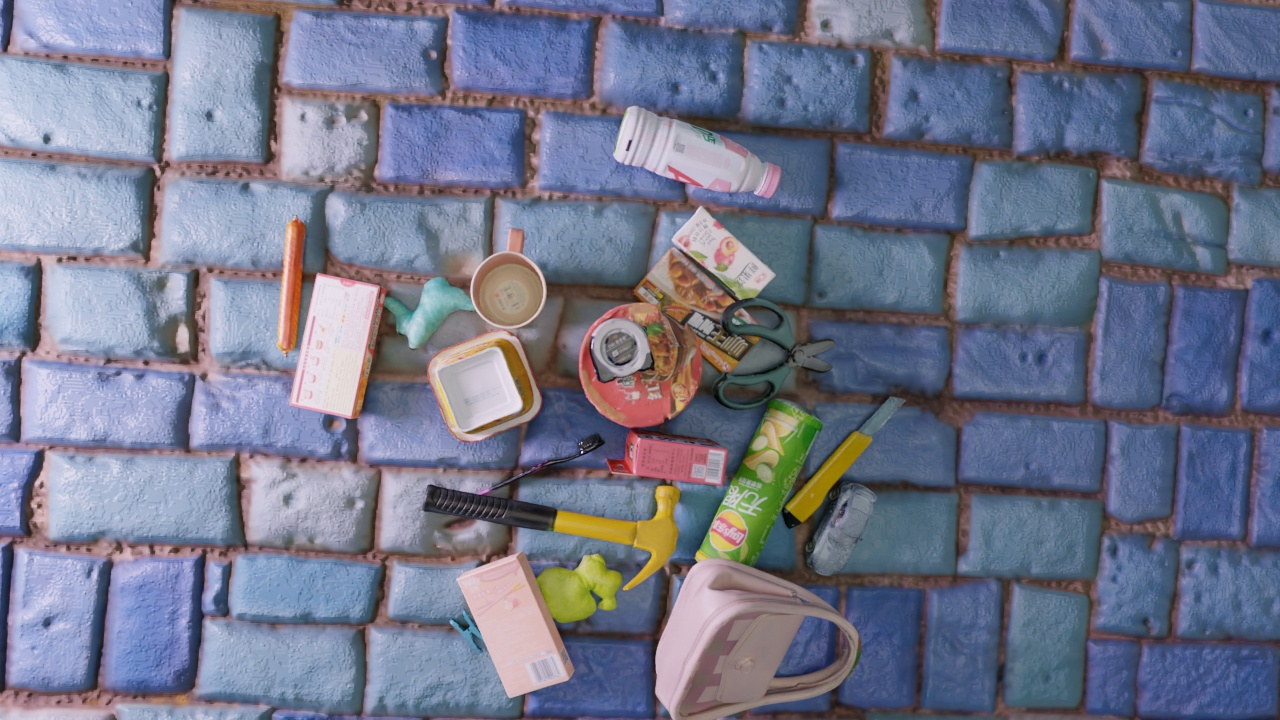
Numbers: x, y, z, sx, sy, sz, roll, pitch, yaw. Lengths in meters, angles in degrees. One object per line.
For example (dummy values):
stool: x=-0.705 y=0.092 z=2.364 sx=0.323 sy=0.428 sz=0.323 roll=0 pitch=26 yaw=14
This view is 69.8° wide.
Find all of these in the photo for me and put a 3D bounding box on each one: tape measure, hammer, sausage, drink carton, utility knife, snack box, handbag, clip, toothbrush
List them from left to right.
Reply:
sausage: x=-0.404 y=-0.086 z=1.061 sx=0.021 sy=0.021 sz=0.165 roll=5 pitch=90 yaw=-6
snack box: x=-0.349 y=-0.016 z=1.058 sx=0.077 sy=0.027 sz=0.155 roll=12 pitch=90 yaw=4
clip: x=-0.201 y=0.323 z=1.090 sx=0.047 sy=0.014 sz=0.057 roll=-41 pitch=93 yaw=-6
snack box: x=-0.146 y=0.310 z=1.076 sx=0.085 sy=0.026 sz=0.157 roll=-22 pitch=92 yaw=16
toothbrush: x=-0.131 y=0.131 z=1.097 sx=0.189 sy=0.014 sz=0.017 roll=-23 pitch=76 yaw=-4
hammer: x=-0.103 y=0.188 z=1.075 sx=0.300 sy=0.033 sz=0.128 roll=11 pitch=74 yaw=-6
tape measure: x=-0.022 y=-0.013 z=0.986 sx=0.065 sy=0.033 sz=0.066 roll=-14 pitch=94 yaw=-8
snack box: x=0.028 y=0.109 z=1.062 sx=0.127 sy=0.113 sz=0.044 roll=8 pitch=91 yaw=-6
snack box: x=0.070 y=-0.059 z=1.109 sx=0.153 sy=0.026 sz=0.075 roll=42 pitch=87 yaw=-5
drink carton: x=0.099 y=-0.124 z=1.101 sx=0.122 sy=0.045 sz=0.053 roll=41 pitch=92 yaw=-4
handbag: x=0.145 y=0.336 z=1.067 sx=0.234 sy=0.093 sz=0.194 roll=11 pitch=119 yaw=-18
utility knife: x=0.250 y=0.124 z=1.134 sx=0.033 sy=0.015 sz=0.216 roll=43 pitch=88 yaw=-11

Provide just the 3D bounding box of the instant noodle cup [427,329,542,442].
instant noodle cup: x=-0.178 y=0.031 z=1.034 sx=0.116 sy=0.124 sz=0.116 roll=-21 pitch=93 yaw=-6

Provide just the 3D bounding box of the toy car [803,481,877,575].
toy car: x=0.245 y=0.206 z=1.120 sx=0.054 sy=0.037 sz=0.120 roll=26 pitch=91 yaw=-23

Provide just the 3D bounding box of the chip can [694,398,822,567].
chip can: x=0.143 y=0.153 z=1.095 sx=0.072 sy=0.072 sz=0.221 roll=27 pitch=88 yaw=-6

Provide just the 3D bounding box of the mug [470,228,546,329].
mug: x=-0.147 y=-0.092 z=1.045 sx=0.081 sy=0.106 sz=0.114 roll=5 pitch=90 yaw=-6

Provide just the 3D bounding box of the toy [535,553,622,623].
toy: x=-0.075 y=0.275 z=1.094 sx=0.096 sy=0.031 sz=0.100 roll=44 pitch=85 yaw=-6

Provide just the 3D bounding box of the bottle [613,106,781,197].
bottle: x=0.069 y=-0.240 z=1.088 sx=0.197 sy=0.068 sz=0.068 roll=17 pitch=89 yaw=-9

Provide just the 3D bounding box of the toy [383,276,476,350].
toy: x=-0.253 y=-0.059 z=1.074 sx=0.096 sy=0.030 sz=0.092 roll=37 pitch=85 yaw=6

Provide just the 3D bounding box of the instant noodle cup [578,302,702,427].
instant noodle cup: x=-0.006 y=0.006 z=1.060 sx=0.138 sy=0.108 sz=0.138 roll=0 pitch=90 yaw=-7

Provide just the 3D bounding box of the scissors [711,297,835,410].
scissors: x=0.159 y=-0.021 z=1.100 sx=0.177 sy=0.019 sz=0.171 roll=-19 pitch=110 yaw=-13
